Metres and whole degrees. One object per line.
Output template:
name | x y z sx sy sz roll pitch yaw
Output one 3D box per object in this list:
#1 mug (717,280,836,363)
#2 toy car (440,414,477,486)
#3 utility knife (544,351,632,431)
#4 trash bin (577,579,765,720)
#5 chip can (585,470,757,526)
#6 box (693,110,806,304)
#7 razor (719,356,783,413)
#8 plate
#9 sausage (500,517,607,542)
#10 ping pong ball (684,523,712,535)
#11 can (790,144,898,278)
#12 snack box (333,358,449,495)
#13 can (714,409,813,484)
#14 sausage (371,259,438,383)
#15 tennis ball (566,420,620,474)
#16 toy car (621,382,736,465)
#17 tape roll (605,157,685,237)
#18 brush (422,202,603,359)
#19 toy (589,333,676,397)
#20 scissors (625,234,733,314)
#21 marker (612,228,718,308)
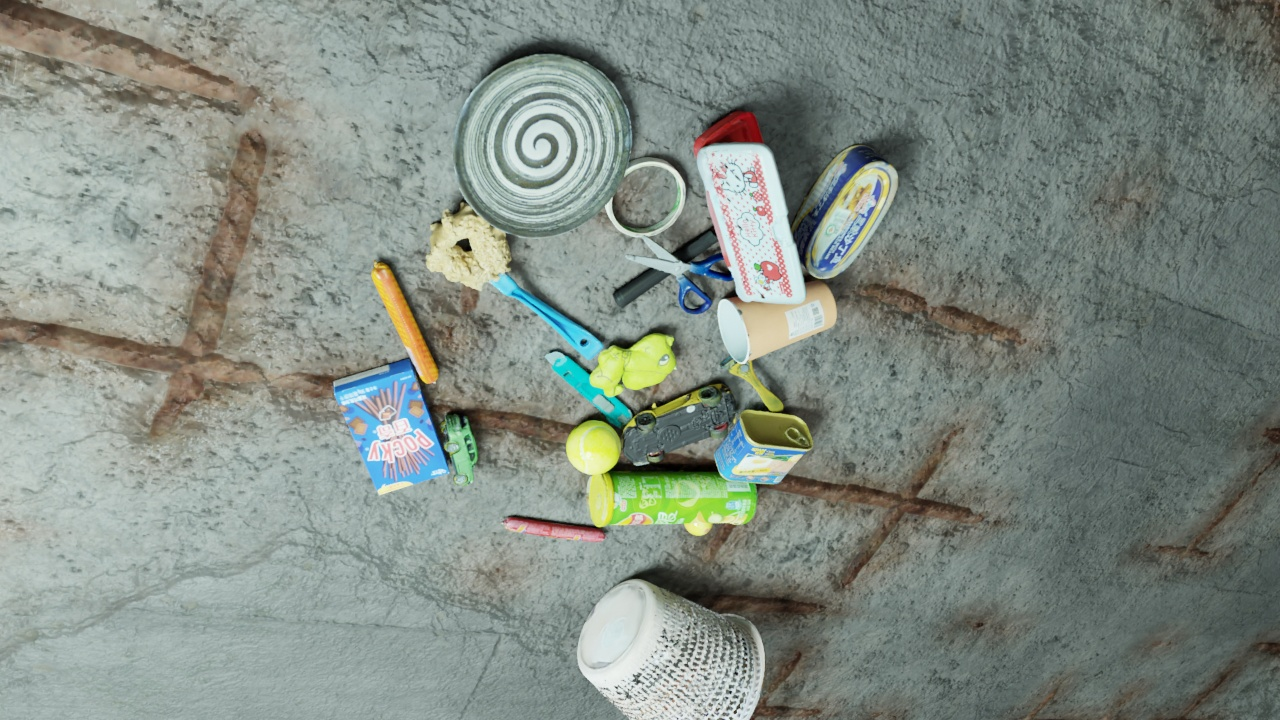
mug | 0.161 -0.050 1.066 0.122 0.078 0.078 -17 128 -14
toy car | -0.207 0.103 1.055 0.036 0.043 0.091 -11 127 -14
utility knife | -0.058 0.037 1.083 0.029 0.013 0.164 -40 128 8
trash bin | 0.028 0.414 1.275 0.228 0.227 0.192 -44 115 13
chip can | 0.045 0.177 1.184 0.221 0.072 0.073 3 122 -22
box | 0.126 -0.147 0.953 0.095 0.099 0.201 -37 131 -16
razor | 0.149 0.032 1.151 0.043 0.028 0.132 -39 130 5
plate | -0.094 -0.205 0.882 0.179 0.024 0.180 -11 123 -18
sausage | -0.111 0.221 1.191 0.155 0.020 0.020 14 118 -28
ping pong ball | 0.079 0.217 1.246 0.040 0.040 0.040 -10 127 -14
can | 0.224 -0.164 1.022 0.074 0.049 0.148 16 117 -30
snack box | -0.274 0.077 1.021 0.084 0.026 0.157 -17 128 -9
can | 0.156 0.114 1.182 0.102 0.057 0.083 8 135 -25
sausage | -0.244 -0.036 0.955 0.021 0.021 0.165 -20 129 -6
tennis ball | -0.056 0.104 1.098 0.065 0.065 0.066 -10 127 -14
toy car | 0.047 0.076 1.132 0.155 0.041 0.071 -22 129 -7
tape roll | 0.005 -0.170 0.958 0.085 0.014 0.086 -10 127 -14
brush | -0.126 -0.073 0.967 0.083 0.046 0.254 -44 131 7
toy | -0.006 0.006 1.068 0.100 0.031 0.097 9 124 -28
scissors | 0.052 -0.104 0.996 0.141 0.012 0.171 -31 145 -9
marker | 0.027 -0.101 1.010 0.132 0.022 0.020 -34 89 5
